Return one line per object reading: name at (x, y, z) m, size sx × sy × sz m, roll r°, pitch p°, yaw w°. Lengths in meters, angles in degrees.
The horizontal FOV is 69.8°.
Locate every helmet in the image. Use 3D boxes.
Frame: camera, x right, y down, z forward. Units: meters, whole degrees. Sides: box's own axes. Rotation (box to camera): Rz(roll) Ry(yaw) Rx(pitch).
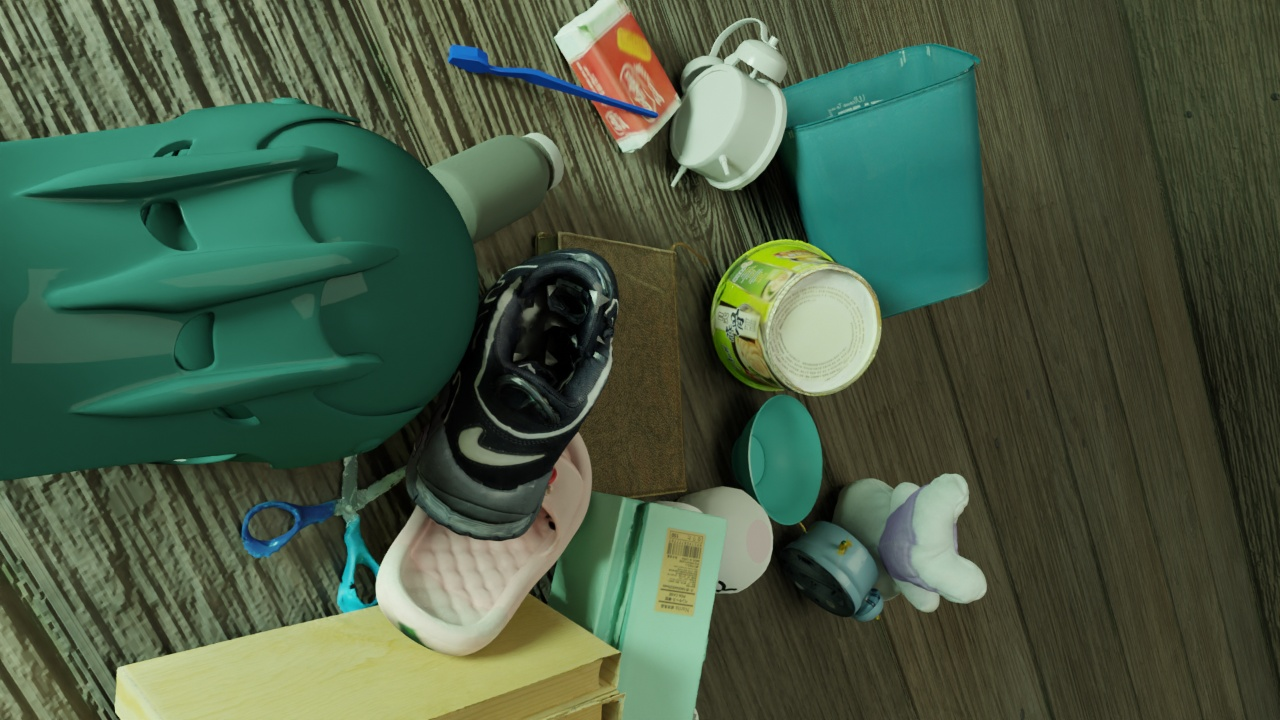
helmet at (-0.200, -0.030, 0.435) m, size 0.274 × 0.201 × 0.176 m, roll -16°, pitch 95°, yaw -47°

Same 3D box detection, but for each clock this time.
clock at (0.083, -0.232, 0.836) m, size 0.061 × 0.120 × 0.159 m, roll 17°, pitch 82°, yaw -36°
clock at (0.189, 0.211, 0.897) m, size 0.051 × 0.089 × 0.124 m, roll -42°, pitch 125°, yaw -24°

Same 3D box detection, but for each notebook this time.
notebook at (-0.006, 0.005, 0.761) m, size 0.189 × 0.035 × 0.215 m, roll 2°, pitch 83°, yaw -47°

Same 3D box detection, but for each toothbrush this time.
toothbrush at (-0.063, -0.218, 0.724) m, size 0.186 × 0.017 × 0.011 m, roll 6°, pitch 72°, yaw -34°

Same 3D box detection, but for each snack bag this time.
snack bag at (-0.017, -0.247, 0.787) m, size 0.116 × 0.036 × 0.076 m, roll 56°, pitch 49°, yaw -25°

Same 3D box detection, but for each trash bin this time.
trash bin at (0.243, -0.176, 0.927) m, size 0.198 × 0.197 × 0.219 m, roll -90°, pitch 161°, yaw -65°

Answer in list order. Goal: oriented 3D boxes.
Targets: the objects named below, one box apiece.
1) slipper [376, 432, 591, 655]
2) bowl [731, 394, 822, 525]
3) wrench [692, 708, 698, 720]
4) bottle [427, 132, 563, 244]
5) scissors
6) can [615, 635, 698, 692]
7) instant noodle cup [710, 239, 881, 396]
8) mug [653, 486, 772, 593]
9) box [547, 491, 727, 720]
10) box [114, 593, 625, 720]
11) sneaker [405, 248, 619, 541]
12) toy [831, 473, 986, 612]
slipper at (-0.090, 0.095, 0.589) m, size 0.107 × 0.056 × 0.221 m, roll 32°, pitch 34°, yaw -4°
bowl at (0.121, 0.095, 0.876) m, size 0.121 × 0.046 × 0.121 m, roll 9°, pitch 77°, yaw -46°
wrench at (-0.046, 0.281, 0.695) m, size 0.273 × 0.009 × 0.047 m, roll 18°, pitch 71°, yaw -44°
bottle at (-0.105, -0.126, 0.656) m, size 0.108 × 0.060 × 0.060 m, roll -40°, pitch 113°, yaw -43°
scissors at (-0.189, 0.093, 0.567) m, size 0.127 × 0.014 × 0.127 m, roll 16°, pitch 71°, yaw -44°
can at (0.002, 0.192, 0.708) m, size 0.078 × 0.079 × 0.146 m, roll 3°, pitch 82°, yaw -47°
instant noodle cup at (0.146, -0.034, 0.843) m, size 0.146 × 0.098 × 0.146 m, roll -4°, pitch 104°, yaw -17°
mug at (0.060, 0.146, 0.778) m, size 0.124 × 0.076 × 0.090 m, roll 39°, pitch 58°, yaw -38°
box at (-0.013, 0.190, 0.646) m, size 0.112 × 0.078 × 0.187 m, roll 13°, pitch 80°, yaw -15°
box at (-0.139, 0.196, 0.513) m, size 0.248 × 0.128 × 0.092 m, roll -1°, pitch 95°, yaw -47°
sneaker at (-0.054, -0.024, 0.567) m, size 0.097 × 0.151 × 0.251 m, roll 30°, pitch 41°, yaw -10°
toy at (0.256, 0.184, 0.918) m, size 0.085 × 0.210 × 0.137 m, roll -7°, pitch 81°, yaw -14°
